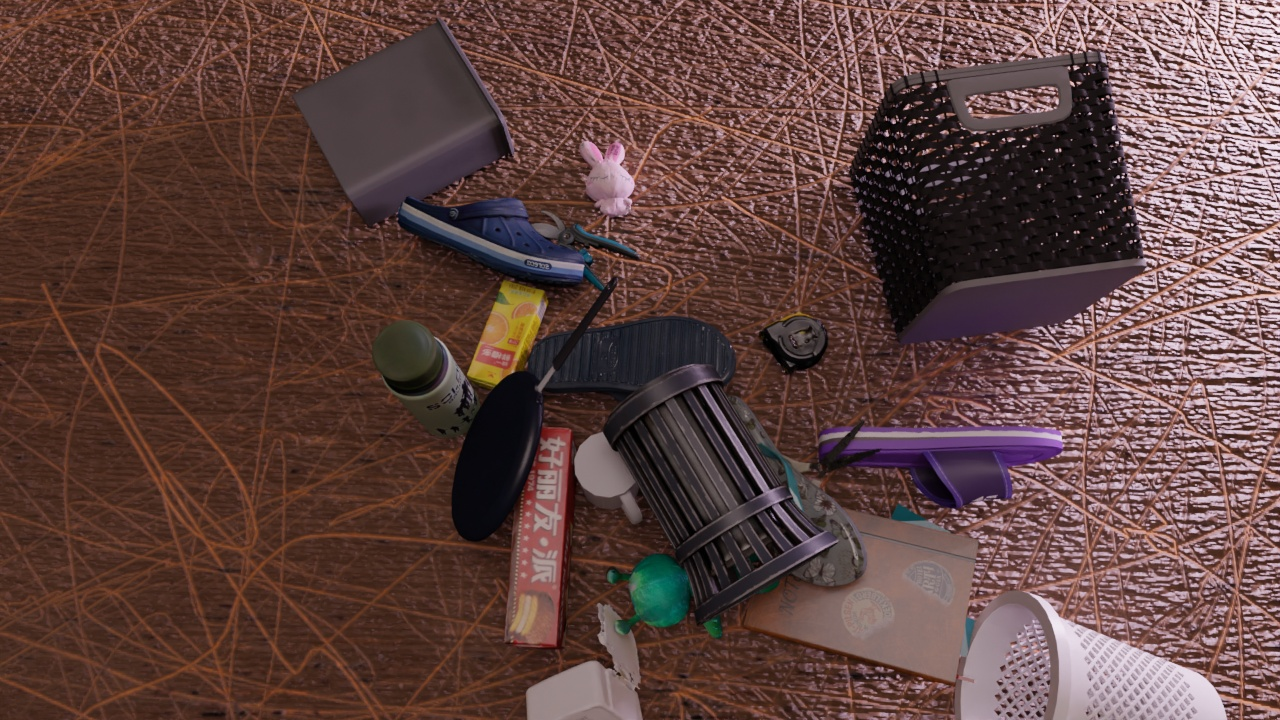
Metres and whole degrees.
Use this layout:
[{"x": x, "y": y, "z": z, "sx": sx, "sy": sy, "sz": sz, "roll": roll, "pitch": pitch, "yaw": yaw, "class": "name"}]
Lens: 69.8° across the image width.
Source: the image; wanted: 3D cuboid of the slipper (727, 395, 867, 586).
[{"x": 0.144, "y": 0.152, "z": 1.044, "sx": 0.268, "sy": 0.054, "sz": 0.098, "roll": 51, "pitch": 117, "yaw": 30, "class": "slipper"}]

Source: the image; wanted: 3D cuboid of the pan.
[{"x": -0.123, "y": 0.046, "z": 0.999, "sx": 0.021, "sy": 0.357, "sz": 0.198, "roll": 23, "pitch": 28, "yaw": -27, "class": "pan"}]

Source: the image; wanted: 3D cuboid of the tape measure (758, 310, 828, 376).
[{"x": 0.195, "y": -0.023, "z": 1.139, "sx": 0.072, "sy": 0.042, "sz": 0.071, "roll": -30, "pitch": 71, "yaw": -11, "class": "tape measure"}]

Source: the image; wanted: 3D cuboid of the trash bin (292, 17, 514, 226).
[{"x": -0.310, "y": -0.313, "z": 1.211, "sx": 0.219, "sy": 0.098, "sz": 0.191, "roll": -30, "pitch": 74, "yaw": -7, "class": "trash bin"}]

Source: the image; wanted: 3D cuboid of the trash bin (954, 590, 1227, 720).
[{"x": 0.466, "y": 0.361, "z": 0.947, "sx": 0.199, "sy": 0.196, "sz": 0.195, "roll": 16, "pitch": 73, "yaw": -4, "class": "trash bin"}]

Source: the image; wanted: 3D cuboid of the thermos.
[{"x": -0.239, "y": 0.021, "z": 1.031, "sx": 0.082, "sy": 0.232, "sz": 0.082, "roll": 0, "pitch": 72, "yaw": 1, "class": "thermos"}]

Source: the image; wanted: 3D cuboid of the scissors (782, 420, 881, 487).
[{"x": 0.191, "y": 0.130, "z": 1.052, "sx": 0.162, "sy": 0.012, "sz": 0.158, "roll": 19, "pitch": 97, "yaw": 35, "class": "scissors"}]

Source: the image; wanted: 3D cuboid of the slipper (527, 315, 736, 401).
[{"x": -0.007, "y": 0.007, "z": 1.119, "sx": 0.264, "sy": 0.082, "sz": 0.101, "roll": -1, "pitch": 70, "yaw": 21, "class": "slipper"}]

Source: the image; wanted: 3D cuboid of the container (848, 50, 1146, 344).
[{"x": 0.411, "y": -0.176, "z": 1.082, "sx": 0.247, "sy": 0.246, "sz": 0.243, "roll": -7, "pitch": 76, "yaw": -2, "class": "container"}]

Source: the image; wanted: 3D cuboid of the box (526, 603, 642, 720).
[{"x": -0.052, "y": 0.339, "z": 0.994, "sx": 0.128, "sy": 0.108, "sz": 0.136, "roll": -29, "pitch": 43, "yaw": 12, "class": "box"}]

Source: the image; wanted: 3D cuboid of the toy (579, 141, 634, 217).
[{"x": -0.043, "y": -0.243, "z": 1.210, "sx": 0.063, "sy": 0.047, "sz": 0.110, "roll": -10, "pitch": 69, "yaw": -12, "class": "toy"}]

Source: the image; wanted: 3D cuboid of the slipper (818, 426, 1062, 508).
[{"x": 0.340, "y": 0.130, "z": 1.054, "sx": 0.267, "sy": 0.107, "sz": 0.084, "roll": 1, "pitch": 70, "yaw": 8, "class": "slipper"}]

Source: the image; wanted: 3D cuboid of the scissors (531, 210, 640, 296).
[{"x": -0.068, "y": -0.144, "z": 1.193, "sx": 0.124, "sy": 0.019, "sz": 0.156, "roll": -17, "pitch": 74, "yaw": -5, "class": "scissors"}]

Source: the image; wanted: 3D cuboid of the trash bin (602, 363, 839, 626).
[{"x": 0.073, "y": 0.131, "z": 0.953, "sx": 0.164, "sy": 0.164, "sz": 0.227, "roll": -28, "pitch": 73, "yaw": -8, "class": "trash bin"}]

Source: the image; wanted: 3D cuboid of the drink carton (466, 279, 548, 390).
[{"x": -0.165, "y": -0.027, "z": 1.145, "sx": 0.058, "sy": 0.043, "sz": 0.134, "roll": 15, "pitch": 72, "yaw": 8, "class": "drink carton"}]

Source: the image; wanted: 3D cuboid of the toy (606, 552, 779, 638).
[{"x": 0.057, "y": 0.247, "z": 1.033, "sx": 0.193, "sy": 0.072, "sz": 0.130, "roll": -14, "pitch": 56, "yaw": -7, "class": "toy"}]

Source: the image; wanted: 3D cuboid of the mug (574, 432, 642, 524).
[{"x": -0.029, "y": 0.142, "z": 1.063, "sx": 0.073, "sy": 0.090, "sz": 0.105, "roll": -30, "pitch": 74, "yaw": -9, "class": "mug"}]

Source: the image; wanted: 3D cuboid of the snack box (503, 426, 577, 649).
[{"x": -0.109, "y": 0.202, "z": 1.033, "sx": 0.060, "sy": 0.113, "sz": 0.236, "roll": 2, "pitch": 72, "yaw": 1, "class": "snack box"}]

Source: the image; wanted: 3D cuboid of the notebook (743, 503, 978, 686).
[{"x": 0.259, "y": 0.249, "z": 1.041, "sx": 0.249, "sy": 0.014, "sz": 0.178, "roll": 12, "pitch": 73, "yaw": 15, "class": "notebook"}]

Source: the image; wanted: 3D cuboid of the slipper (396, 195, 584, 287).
[{"x": -0.186, "y": -0.164, "z": 1.150, "sx": 0.253, "sy": 0.105, "sz": 0.095, "roll": 21, "pitch": 93, "yaw": 10, "class": "slipper"}]
